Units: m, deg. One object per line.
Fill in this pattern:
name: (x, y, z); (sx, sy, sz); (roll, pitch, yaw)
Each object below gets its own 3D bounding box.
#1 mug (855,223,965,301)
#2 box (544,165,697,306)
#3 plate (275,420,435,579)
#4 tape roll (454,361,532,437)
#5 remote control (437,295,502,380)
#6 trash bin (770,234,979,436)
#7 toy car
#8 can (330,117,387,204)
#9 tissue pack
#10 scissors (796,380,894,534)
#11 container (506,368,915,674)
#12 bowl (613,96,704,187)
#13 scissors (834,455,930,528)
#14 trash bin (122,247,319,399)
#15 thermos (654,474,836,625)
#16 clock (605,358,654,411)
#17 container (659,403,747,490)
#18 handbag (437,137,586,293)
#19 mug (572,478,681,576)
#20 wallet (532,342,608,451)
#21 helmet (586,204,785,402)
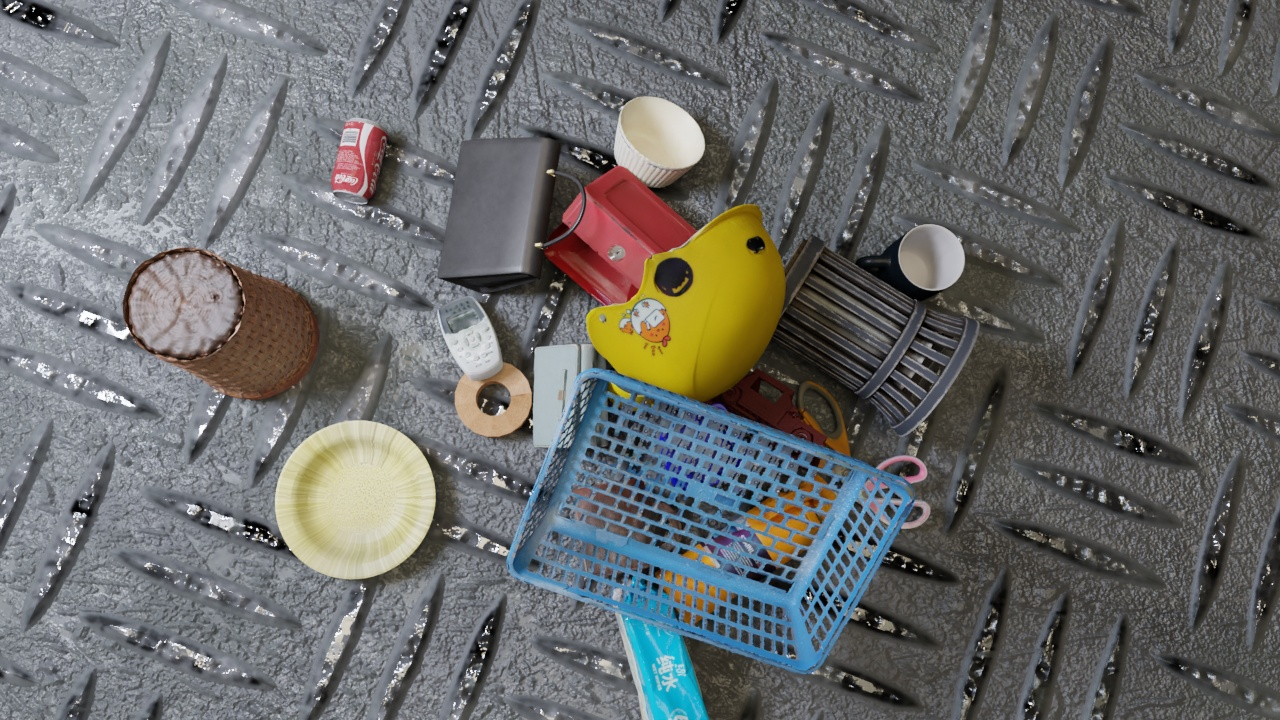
mug: (0.333, -0.119, 1.162); (0.121, 0.094, 0.085); (1, 81, -4)
box: (-0.010, -0.151, 1.115); (0.157, 0.127, 0.136); (39, 54, 1)
plate: (-0.337, 0.166, 1.099); (0.184, 0.036, 0.184); (1, 82, -4)
tape roll: (-0.181, 0.048, 1.132); (0.094, 0.027, 0.094); (1, 82, -4)
remote control: (-0.207, -0.027, 1.123); (0.060, 0.028, 0.114); (-22, 62, -9)
trash bin: (0.262, -0.038, 1.116); (0.227, 0.164, 0.164); (32, 81, 4)
toy car: (0.154, 0.065, 1.117); (0.170, 0.070, 0.061); (33, 64, 20)
can: (-0.352, -0.249, 1.147); (0.054, 0.054, 0.096); (11, 81, -3)
tissue pack: (0.019, 0.347, 1.063); (0.066, 0.117, 0.209); (-16, 84, -12)
scissors: (0.243, 0.139, 1.160); (0.114, 0.016, 0.229); (-33, 88, -7)
container: (0.068, 0.161, 0.974); (0.362, 0.089, 0.258); (20, 111, -6)
bowl: (0.017, -0.269, 1.161); (0.115, 0.063, 0.115); (11, 57, -18)
scissors: (0.276, 0.181, 1.146); (0.178, 0.016, 0.101); (-13, 93, -1)
trash bin: (-0.463, -0.040, 1.031); (0.151, 0.210, 0.151); (1, 82, -5)
thermos: (0.134, 0.223, 1.094); (0.232, 0.091, 0.076); (-32, 82, -5)
clock: (-0.007, 0.007, 1.131); (0.083, 0.057, 0.118); (2, 61, -11)
container: (0.070, 0.107, 1.100); (0.084, 0.114, 0.085); (-23, 84, -7)
handbag: (-0.137, -0.177, 1.086); (0.196, 0.072, 0.175); (1, 79, 40)
mug: (-0.014, 0.195, 1.092); (0.123, 0.096, 0.110); (-10, 87, -3)
wallet: (-0.086, 0.043, 1.104); (0.101, 0.054, 0.131); (-5, 81, 38)
helmet: (0.076, -0.042, 1.011); (0.240, 0.209, 0.139); (-40, 72, 17)
